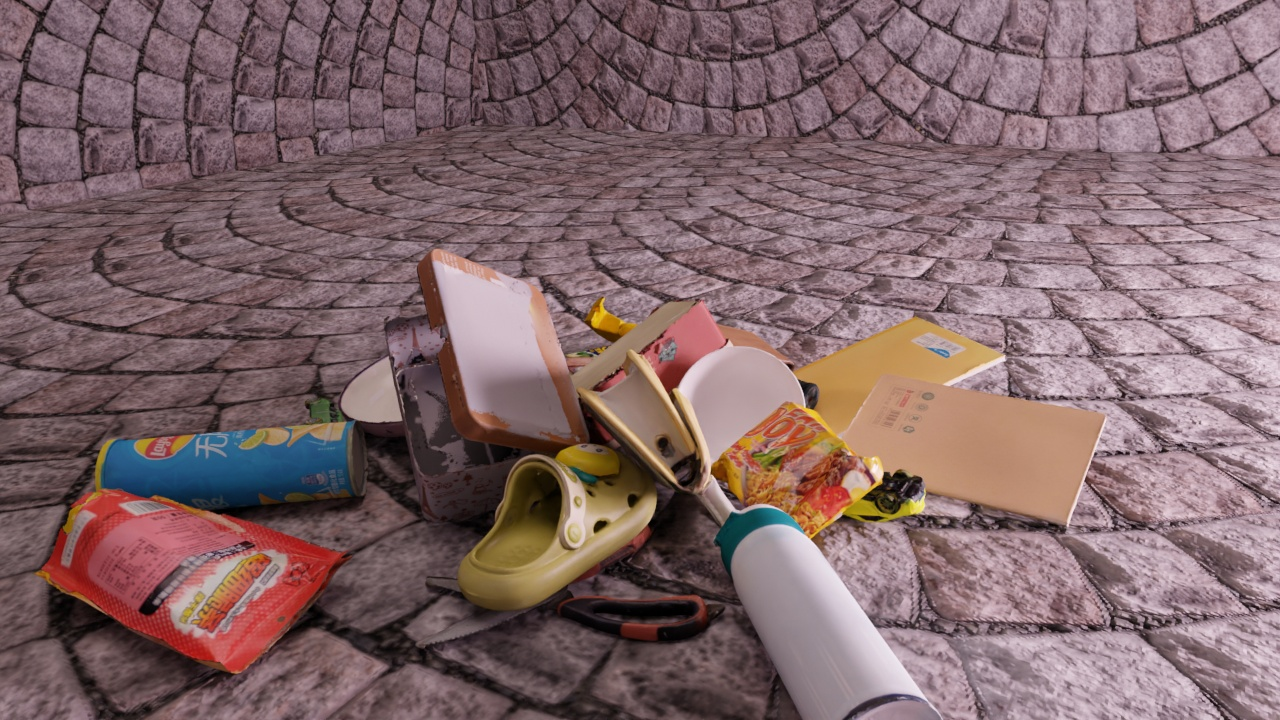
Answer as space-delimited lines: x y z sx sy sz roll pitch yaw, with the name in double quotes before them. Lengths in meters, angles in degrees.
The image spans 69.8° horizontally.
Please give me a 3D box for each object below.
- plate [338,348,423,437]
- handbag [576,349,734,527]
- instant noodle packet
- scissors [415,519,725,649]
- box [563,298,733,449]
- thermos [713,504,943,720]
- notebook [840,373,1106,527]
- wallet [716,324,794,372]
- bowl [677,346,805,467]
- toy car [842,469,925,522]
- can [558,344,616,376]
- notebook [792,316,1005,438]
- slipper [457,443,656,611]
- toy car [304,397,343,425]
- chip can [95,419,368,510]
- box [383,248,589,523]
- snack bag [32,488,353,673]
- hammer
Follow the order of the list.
"plate" -0.220 0.029 0.972 0.192 0.039 0.192 -11 27 6
"handbag" 0.030 0.074 0.741 0.063 0.178 0.163 -42 -4 -5
"instant noodle packet" 0.123 0.089 0.754 0.110 0.044 0.128 -36 30 -4
"scissors" -0.050 0.168 0.664 0.224 0.015 0.189 -21 28 -38
"box" -0.005 0.005 0.886 0.168 0.078 0.091 -39 16 -18
"thermos" 0.109 0.167 0.582 0.073 0.073 0.224 -6 21 -10
"notebook" 0.292 0.073 0.828 0.208 0.008 0.147 12 41 33
"wallet" 0.109 -0.021 1.066 0.115 0.020 0.101 16 13 -23
"bowl" 0.092 0.053 0.856 0.118 0.118 0.065 0 -17 7
"toy car" 0.182 0.113 0.757 0.105 0.032 0.048 -2 21 36
"can" -0.041 0.023 0.978 0.083 0.057 0.102 -13 23 -19
"notebook" 0.251 0.013 0.966 0.206 0.010 0.146 -24 26 -14
"slipper" -0.059 0.110 0.683 0.092 0.082 0.190 10 28 33
"toy car" -0.313 0.068 0.912 0.036 0.043 0.091 -14 25 -20
"chip can" -0.353 0.095 0.805 0.210 0.071 0.071 -5 22 -6
"box" -0.130 0.013 0.772 0.150 0.167 0.181 -13 55 -15
"snack bag" -0.331 0.154 0.673 0.208 0.073 0.128 13 30 22
"hammer" 0.057 -0.005 1.002 0.301 0.032 0.128 21 -10 36
